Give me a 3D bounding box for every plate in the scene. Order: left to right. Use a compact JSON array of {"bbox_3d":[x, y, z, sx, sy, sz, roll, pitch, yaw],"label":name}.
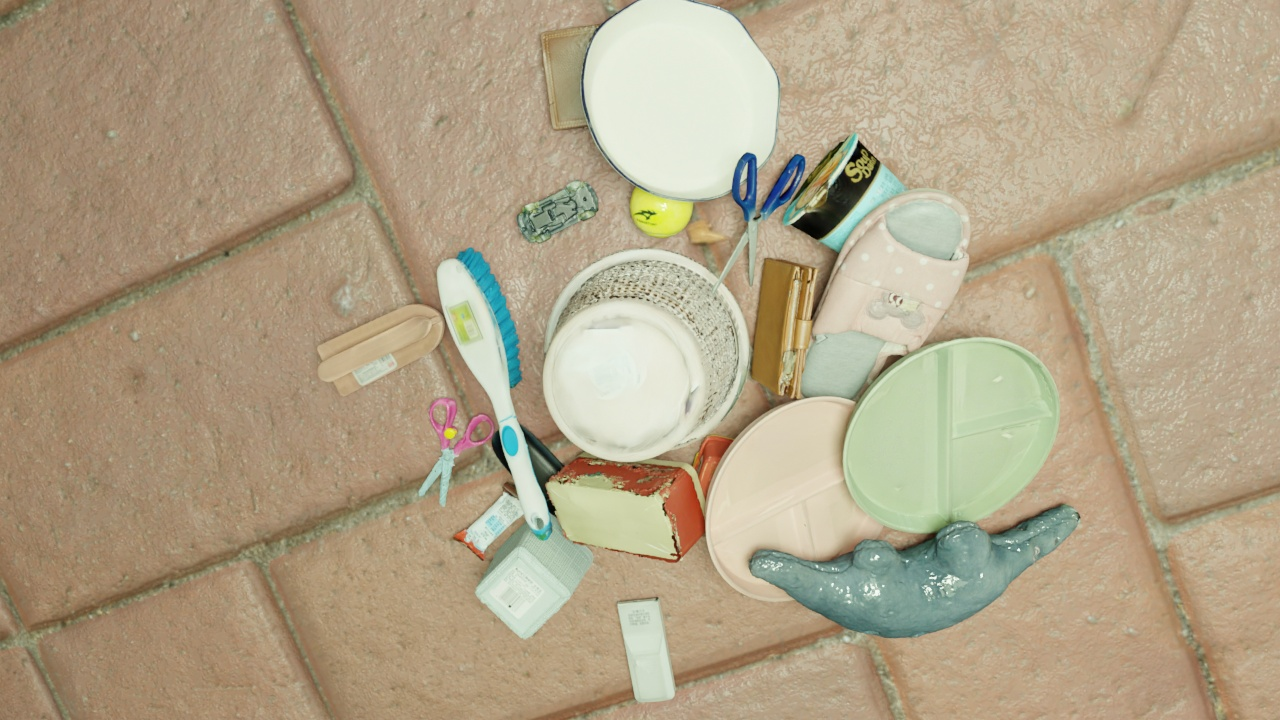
[{"bbox_3d":[0.037,-0.252,0.900,0.204,0.046,0.204,2,85,-17],"label":"plate"},{"bbox_3d":[0.165,0.142,0.950,0.229,0.028,0.230,-8,111,-21],"label":"plate"},{"bbox_3d":[0.312,0.076,0.931,0.230,0.027,0.230,-4,117,-8],"label":"plate"}]

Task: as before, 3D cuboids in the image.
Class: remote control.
[{"bbox_3d":[-0.114,0.128,1.036,0.053,0.024,0.136,-43,93,10],"label":"remote control"},{"bbox_3d":[0.007,0.334,1.058,0.049,0.024,0.125,-9,98,9],"label":"remote control"}]

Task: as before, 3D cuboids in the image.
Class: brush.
[{"bbox_3d":[-0.282,-0.016,1.010,0.146,0.073,0.063,-24,95,9],"label":"brush"},{"bbox_3d":[-0.149,0.033,0.982,0.060,0.109,0.314,-20,97,8],"label":"brush"}]

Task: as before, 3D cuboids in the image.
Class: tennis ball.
[{"bbox_3d":[0.022,-0.159,0.946,0.065,0.065,0.065,1,100,7],"label":"tennis ball"}]

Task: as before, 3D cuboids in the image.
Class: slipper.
[{"bbox_3d":[0.226,-0.044,0.891,0.114,0.054,0.275,20,129,-6],"label":"slipper"}]

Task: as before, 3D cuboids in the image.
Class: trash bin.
[{"bbox_3d":[-0.005,0.005,0.917,0.227,0.192,0.227,1,100,7],"label":"trash bin"}]

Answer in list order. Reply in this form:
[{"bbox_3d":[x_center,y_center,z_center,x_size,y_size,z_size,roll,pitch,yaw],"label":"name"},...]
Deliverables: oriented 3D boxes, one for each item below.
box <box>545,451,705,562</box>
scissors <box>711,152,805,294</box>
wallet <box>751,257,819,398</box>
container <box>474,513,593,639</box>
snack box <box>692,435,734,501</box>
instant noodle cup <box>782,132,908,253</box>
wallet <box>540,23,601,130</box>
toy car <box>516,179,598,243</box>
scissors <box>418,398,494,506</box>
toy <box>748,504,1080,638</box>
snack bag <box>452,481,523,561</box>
[{"bbox_3d":[-0.020,0.154,0.958,0.169,0.076,0.091,0,116,41],"label":"box"},{"bbox_3d":[0.115,-0.145,0.920,0.012,0.162,0.175,30,77,29],"label":"scissors"},{"bbox_3d":[0.145,-0.035,0.934,0.031,0.108,0.132,2,100,-13],"label":"wallet"},{"bbox_3d":[-0.118,0.236,1.013,0.090,0.111,0.090,44,102,-1],"label":"container"},{"bbox_3d":[0.092,0.136,0.983,0.082,0.080,0.091,15,101,4],"label":"snack box"},{"bbox_3d":[0.222,-0.143,0.908,0.120,0.111,0.111,36,102,-8],"label":"instant noodle cup"},{"bbox_3d":[-0.039,-0.294,0.950,0.124,0.032,0.101,-5,102,9],"label":"wallet"},{"bbox_3d":[-0.087,-0.158,0.978,0.091,0.034,0.043,-26,93,9],"label":"toy car"},{"bbox_3d":[-0.211,0.111,1.054,0.093,0.017,0.137,9,105,-1],"label":"scissors"},{"bbox_3d":[0.288,0.223,0.955,0.356,0.091,0.138,-9,117,-6],"label":"toy"},{"bbox_3d":[-0.168,0.186,1.054,0.048,0.026,0.104,40,102,-7],"label":"snack bag"}]
